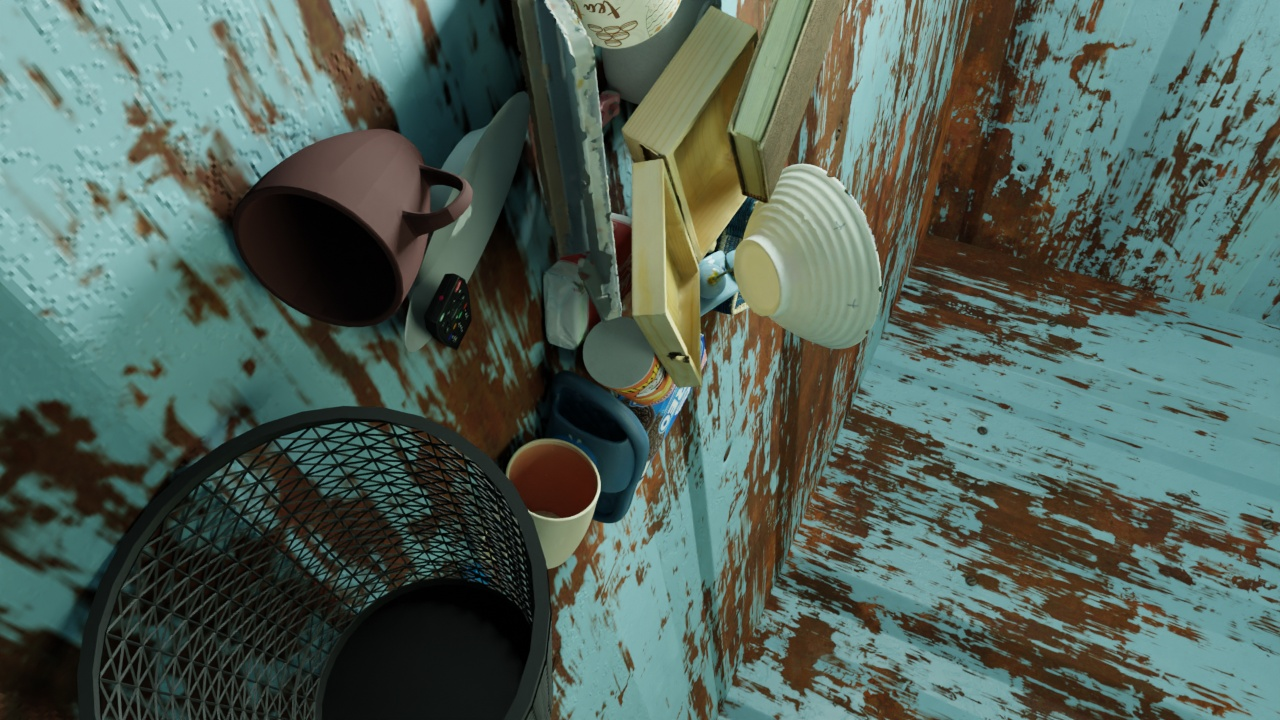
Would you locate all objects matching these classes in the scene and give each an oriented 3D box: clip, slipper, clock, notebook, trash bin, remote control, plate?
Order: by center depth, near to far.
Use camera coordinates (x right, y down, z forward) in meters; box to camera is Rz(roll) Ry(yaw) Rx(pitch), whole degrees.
[{"bbox_3d":[-0.146,0.177,0.532,0.216,0.217,0.244,-61,165,-25],"label":"trash bin"},{"bbox_3d":[-0.114,-0.088,0.566,0.173,0.019,0.173,-161,-85,-88],"label":"plate"},{"bbox_3d":[-0.124,-0.029,0.602,0.125,0.010,0.039,128,-14,-80],"label":"remote control"},{"bbox_3d":[-0.032,-0.196,0.738,0.057,0.022,0.035,-50,148,-48],"label":"clip"},{"bbox_3d":[0.127,-0.245,0.751,0.190,0.034,0.215,32,78,-76],"label":"notebook"},{"bbox_3d":[-0.045,0.094,0.859,0.059,0.104,0.214,-52,157,-35],"label":"slipper"},{"bbox_3d":[0.070,-0.081,0.981,0.088,0.051,0.125,-31,179,-43],"label":"clock"}]

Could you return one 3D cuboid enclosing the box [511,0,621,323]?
[{"bbox_3d":[-0.050,-0.143,0.598,0.217,0.043,0.148,86,-6,-48],"label":"box"}]

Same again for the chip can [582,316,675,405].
[{"bbox_3d":[-0.005,0.005,0.879,0.210,0.062,0.062,42,69,-80],"label":"chip can"}]

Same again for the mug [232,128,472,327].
[{"bbox_3d":[-0.132,-0.079,0.464,0.088,0.114,0.087,-72,149,-42],"label":"mug"}]

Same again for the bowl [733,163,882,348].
[{"bbox_3d":[0.134,-0.084,0.840,0.070,0.177,0.178,-20,136,-22],"label":"bowl"}]

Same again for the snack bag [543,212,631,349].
[{"bbox_3d":[-0.042,-0.071,0.805,0.115,0.036,0.077,-50,152,-43],"label":"snack bag"}]

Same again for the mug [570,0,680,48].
[{"bbox_3d":[-0.024,-0.292,0.619,0.097,0.081,0.121,43,46,-61],"label":"mug"}]

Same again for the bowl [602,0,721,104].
[{"bbox_3d":[0.027,-0.275,0.756,0.131,0.064,0.132,-52,153,-41],"label":"bowl"}]

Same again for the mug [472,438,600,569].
[{"bbox_3d":[-0.096,0.139,0.810,0.111,0.085,0.105,-22,147,-28],"label":"mug"}]

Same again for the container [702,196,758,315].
[{"bbox_3d":[0.125,-0.146,1.121,0.187,0.071,0.145,-29,135,-61],"label":"container"}]

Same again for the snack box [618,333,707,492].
[{"bbox_3d":[0.003,0.062,1.016,0.225,0.059,0.059,-59,153,-29],"label":"snack box"}]

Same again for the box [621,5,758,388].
[{"bbox_3d":[0.043,-0.123,0.790,0.247,0.097,0.260,52,48,-73],"label":"box"}]

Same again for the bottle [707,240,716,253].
[{"bbox_3d":[0.072,-0.197,0.959,0.056,0.056,0.162,-4,112,-69],"label":"bottle"}]

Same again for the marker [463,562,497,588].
[{"bbox_3d":[-0.141,0.210,0.839,0.018,0.015,0.123,-58,159,-24],"label":"marker"}]
